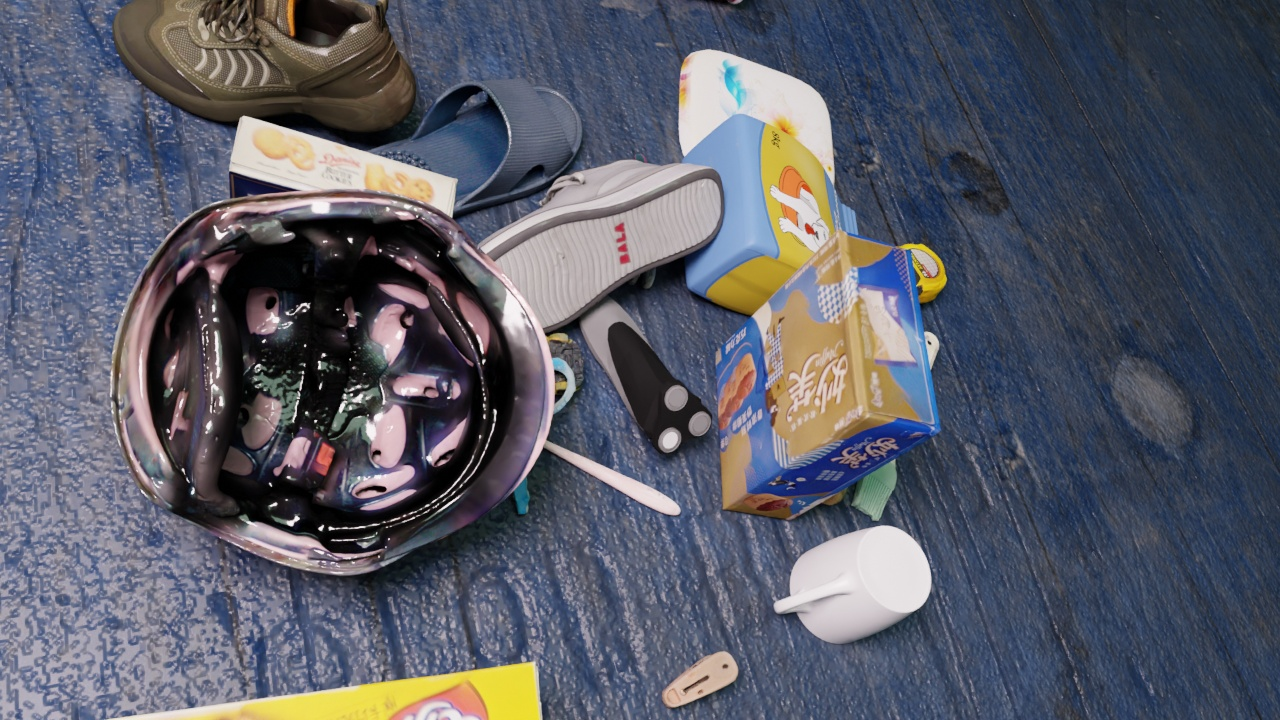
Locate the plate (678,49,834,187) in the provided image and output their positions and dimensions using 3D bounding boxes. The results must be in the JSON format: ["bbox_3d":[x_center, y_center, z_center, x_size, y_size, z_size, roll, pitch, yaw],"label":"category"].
[{"bbox_3d":[0.130,-0.253,0.987,0.186,0.016,0.186,13,59,-18],"label":"plate"}]

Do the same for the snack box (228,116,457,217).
[{"bbox_3d":[-0.217,-0.103,0.662,0.144,0.145,0.042,14,69,-19],"label":"snack box"}]

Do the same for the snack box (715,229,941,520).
[{"bbox_3d":[0.136,0.020,0.728,0.069,0.203,0.154,11,60,-19],"label":"snack box"}]

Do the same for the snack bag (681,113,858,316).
[{"bbox_3d":[0.144,-0.118,0.879,0.205,0.103,0.158,18,56,-32],"label":"snack bag"}]

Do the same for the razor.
[{"bbox_3d":[-0.004,0.004,0.766,0.057,0.060,0.156,-26,57,-22],"label":"razor"}]

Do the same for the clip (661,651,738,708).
[{"bbox_3d":[0.042,0.238,0.682,0.060,0.040,0.024,-24,74,-9],"label":"clip"}]

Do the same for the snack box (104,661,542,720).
[{"bbox_3d":[-0.180,0.224,0.528,0.230,0.110,0.061,0,67,-25],"label":"snack box"}]

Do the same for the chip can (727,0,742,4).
[{"bbox_3d":[0.009,-0.446,1.001,0.232,0.073,0.073,0,64,-24],"label":"chip can"}]

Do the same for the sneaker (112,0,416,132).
[{"bbox_3d":[-0.296,-0.257,0.697,0.238,0.143,0.100,9,60,-3],"label":"sneaker"}]

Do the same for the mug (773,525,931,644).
[{"bbox_3d":[0.162,0.179,0.725,0.114,0.088,0.081,-7,67,-28],"label":"mug"}]

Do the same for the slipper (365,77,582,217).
[{"bbox_3d":[-0.143,-0.185,0.784,0.262,0.083,0.101,-35,84,-34],"label":"slipper"}]

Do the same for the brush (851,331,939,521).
[{"bbox_3d":[0.246,0.055,0.868,0.033,0.012,0.217,35,60,-8],"label":"brush"}]

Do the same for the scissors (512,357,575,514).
[{"bbox_3d":[-0.111,0.049,0.695,0.114,0.013,0.140,27,74,-16],"label":"scissors"}]

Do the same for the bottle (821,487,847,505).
[{"bbox_3d":[0.181,0.078,0.818,0.043,0.043,0.110,40,55,-1],"label":"bottle"}]

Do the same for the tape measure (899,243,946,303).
[{"bbox_3d":[0.284,-0.089,0.957,0.064,0.037,0.065,-18,59,-26],"label":"tape measure"}]

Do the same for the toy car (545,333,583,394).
[{"bbox_3d":[-0.095,0.005,0.733,0.106,0.030,0.049,0,75,-22],"label":"toy car"}]

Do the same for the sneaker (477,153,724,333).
[{"bbox_3d":[-0.064,-0.110,0.779,0.262,0.097,0.129,-29,39,-19],"label":"sneaker"}]

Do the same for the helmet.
[{"bbox_3d":[-0.190,0.014,0.598,0.255,0.153,0.230,3,87,-16],"label":"helmet"}]

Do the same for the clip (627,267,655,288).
[{"bbox_3d":[0.008,-0.099,0.844,0.049,0.023,0.078,2,61,-23],"label":"clip"}]

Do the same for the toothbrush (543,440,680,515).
[{"bbox_3d":[-0.046,0.079,0.726,0.181,0.018,0.015,29,56,-9],"label":"toothbrush"}]
